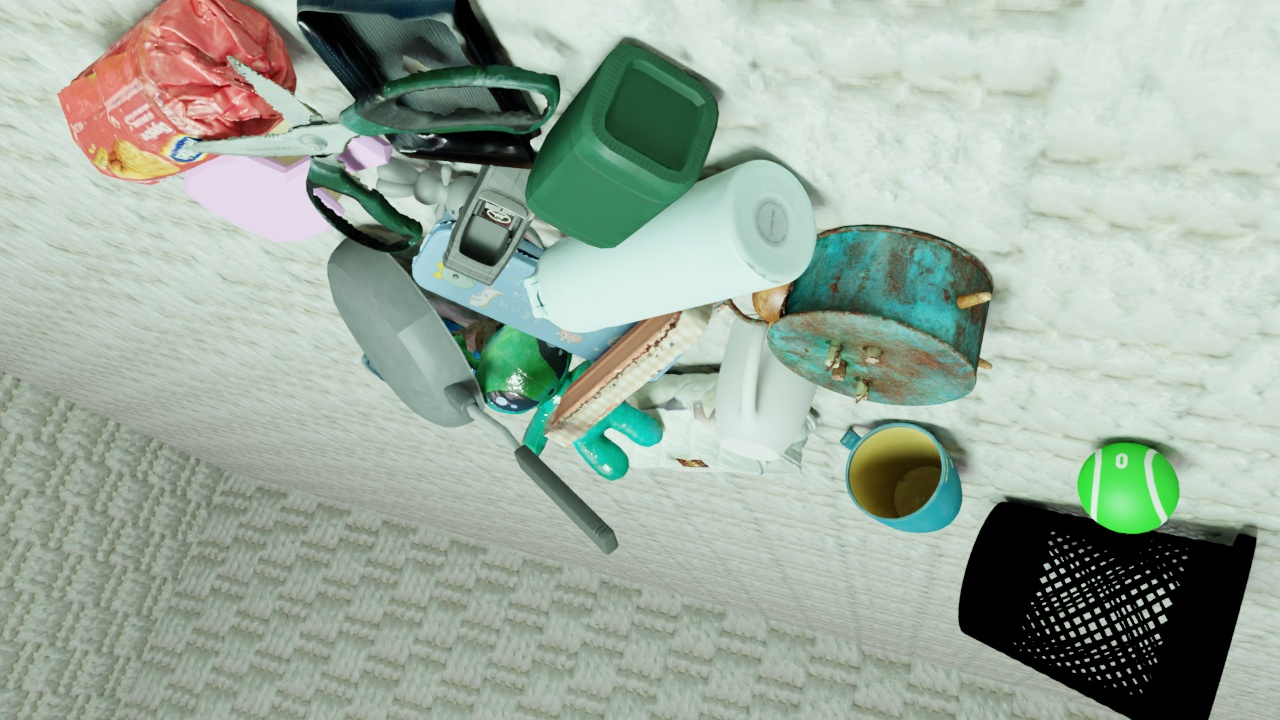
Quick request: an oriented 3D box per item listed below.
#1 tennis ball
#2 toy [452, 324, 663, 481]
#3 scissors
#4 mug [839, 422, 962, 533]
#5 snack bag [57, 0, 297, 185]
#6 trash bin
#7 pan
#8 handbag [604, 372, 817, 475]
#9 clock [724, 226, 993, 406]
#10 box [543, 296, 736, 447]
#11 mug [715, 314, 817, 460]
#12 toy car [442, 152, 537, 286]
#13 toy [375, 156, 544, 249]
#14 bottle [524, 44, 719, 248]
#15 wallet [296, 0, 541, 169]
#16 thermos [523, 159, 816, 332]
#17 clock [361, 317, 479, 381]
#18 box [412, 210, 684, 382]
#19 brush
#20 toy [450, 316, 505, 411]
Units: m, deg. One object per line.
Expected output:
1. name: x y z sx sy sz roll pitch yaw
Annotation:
1. tennis ball: 0.352 0.092 0.663 0.065 0.065 0.065 16 161 5
2. toy: -0.069 0.023 0.752 0.193 0.131 0.072 41 -172 -21
3. scissors: -0.129 -0.104 0.490 0.202 0.015 0.202 -1 163 8
4. mug: 0.224 0.100 0.798 0.112 0.084 0.104 39 -176 39
5. snack bag: -0.263 -0.149 0.514 0.177 0.082 0.082 -3 153 44
6. trash bin: 0.409 0.220 0.822 0.200 0.195 0.195 15 164 37
7. pan: -0.137 0.029 0.684 0.357 0.041 0.179 38 155 35
8. handbag: 0.049 0.060 0.829 0.195 0.072 0.138 -4 150 47
9. clock: 0.121 -0.020 0.540 0.158 0.073 0.121 9 160 25
10. box: -0.005 0.000 0.644 0.048 0.085 0.188 41 135 -10
11. mug: 0.085 0.016 0.646 0.071 0.089 0.107 11 160 19
12. toy car: -0.087 -0.085 0.547 0.040 0.037 0.092 24 123 -17
13. toy: -0.111 -0.102 0.580 0.111 0.030 0.049 15 147 -10
14. bottle: -0.020 -0.096 0.465 0.061 0.061 0.131 26 160 -18
15. wallet: -0.107 -0.143 0.466 0.089 0.026 0.115 10 160 19
16. thermos: 0.008 -0.059 0.542 0.077 0.065 0.207 -22 -173 -35
17. clock: -0.192 0.003 0.905 0.161 0.060 0.117 20 160 -12
18. box: -0.062 -0.039 0.666 0.209 0.037 0.066 26 126 -21
19. brush: -0.217 -0.125 0.585 0.089 0.043 0.229 32 156 -36
20. toy: -0.122 -0.002 0.802 0.074 0.085 0.106 2 159 -26
